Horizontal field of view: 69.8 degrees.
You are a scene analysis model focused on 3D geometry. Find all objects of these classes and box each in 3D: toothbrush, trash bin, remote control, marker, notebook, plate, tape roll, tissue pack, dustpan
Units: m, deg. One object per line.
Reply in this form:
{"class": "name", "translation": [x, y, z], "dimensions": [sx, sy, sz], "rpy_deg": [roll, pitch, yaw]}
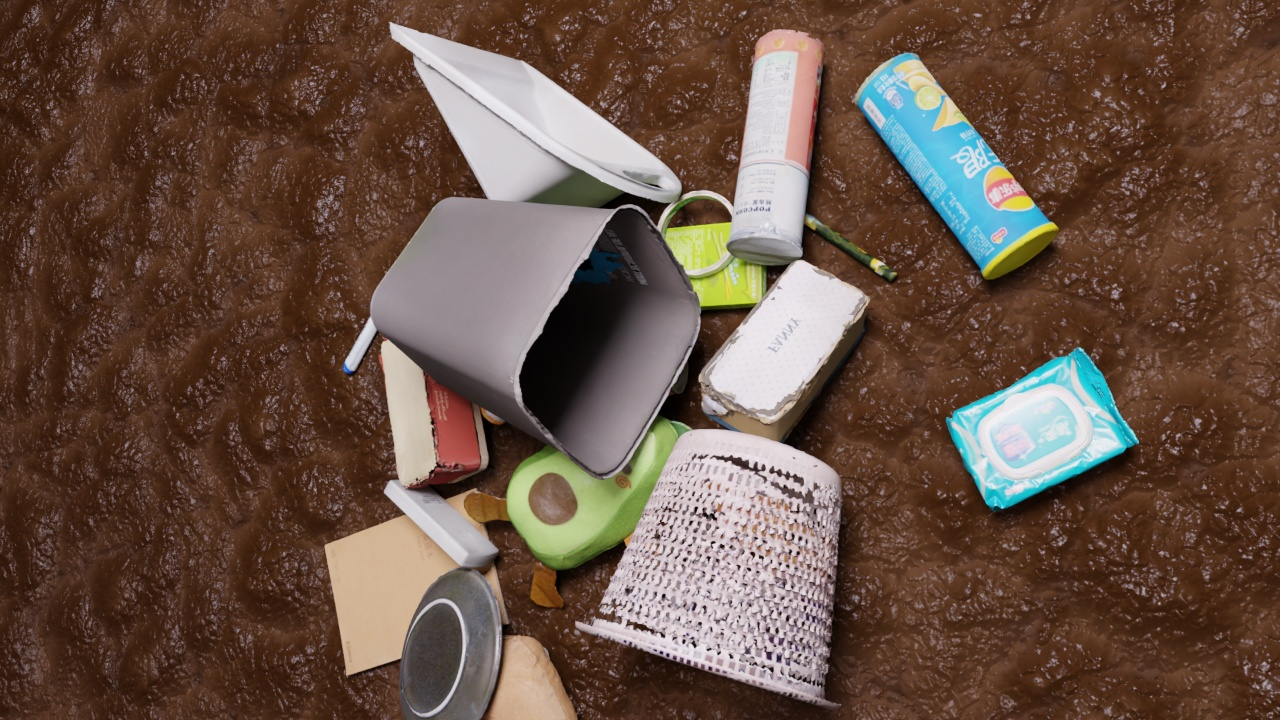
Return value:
{"class": "toothbrush", "translation": [0.173, -0.134, 0.893], "dimensions": [0.186, 0.012, 0.017], "rpy_deg": [40, 87, 22]}
{"class": "trash bin", "translation": [-0.097, -0.038, 0.825], "dimensions": [0.220, 0.199, 0.198], "rpy_deg": [19, 70, 35]}
{"class": "trash bin", "translation": [0.079, 0.172, 0.789], "dimensions": [0.228, 0.227, 0.191], "rpy_deg": [11, 72, 23]}
{"class": "remote control", "translation": [-0.210, 0.170, 0.966], "dimensions": [0.135, 0.056, 0.019], "rpy_deg": [35, 99, 27]}
{"class": "marker", "translation": [-0.308, -0.050, 1.072], "dimensions": [0.017, 0.017, 0.146], "rpy_deg": [32, 94, 23]}
{"class": "notebook", "translation": [-0.251, 0.244, 1.009], "dimensions": [0.212, 0.012, 0.149], "rpy_deg": [-22, 73, 18]}
{"class": "plate", "translation": [-0.200, 0.296, 0.916], "dimensions": [0.180, 0.024, 0.179], "rpy_deg": [-23, 58, 41]}
{"class": "tape roll", "translation": [0.058, -0.125, 0.907], "dimensions": [0.086, 0.014, 0.085], "rpy_deg": [-4, 79, 21]}
{"class": "tissue pack", "translation": [0.336, 0.060, 0.776], "dimensions": [0.134, 0.050, 0.093], "rpy_deg": [-31, 71, 15]}
{"class": "dustpan", "translation": [-0.078, -0.240, 0.905], "dimensions": [0.143, 0.222, 0.257], "rpy_deg": [-27, 84, 28]}

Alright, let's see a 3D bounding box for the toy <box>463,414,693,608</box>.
{"class": "toy", "translation": [-0.057, 0.130, 0.905], "dimensions": [0.247, 0.089, 0.227], "rpy_deg": [-42, 79, 16]}

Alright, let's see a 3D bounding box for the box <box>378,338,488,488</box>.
{"class": "box", "translation": [-0.230, 0.047, 0.978], "dimensions": [0.092, 0.080, 0.168], "rpy_deg": [-26, 71, 43]}

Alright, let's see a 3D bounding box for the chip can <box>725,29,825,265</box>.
{"class": "chip can", "translation": [0.130, -0.203, 0.873], "dimensions": [0.071, 0.071, 0.214], "rpy_deg": [3, 75, 22]}

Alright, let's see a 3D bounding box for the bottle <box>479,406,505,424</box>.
{"class": "bottle", "translation": [-0.123, 0.024, 0.962], "dimensions": [0.109, 0.063, 0.063], "rpy_deg": [-40, 69, 28]}

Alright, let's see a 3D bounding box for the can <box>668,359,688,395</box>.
{"class": "can", "translation": [-0.005, 0.005, 0.914], "dimensions": [0.094, 0.066, 0.066], "rpy_deg": [-3, 81, 21]}

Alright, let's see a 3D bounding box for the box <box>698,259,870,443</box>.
{"class": "box", "translation": [0.134, -0.012, 0.829], "dimensions": [0.090, 0.061, 0.183], "rpy_deg": [33, 64, 24]}

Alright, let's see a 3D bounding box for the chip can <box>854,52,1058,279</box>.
{"class": "chip can", "translation": [0.280, -0.176, 0.824], "dimensions": [0.071, 0.071, 0.210], "rpy_deg": [-35, 71, 14]}

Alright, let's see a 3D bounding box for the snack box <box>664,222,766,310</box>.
{"class": "snack box", "translation": [0.050, -0.093, 0.928], "dimensions": [0.157, 0.026, 0.085], "rpy_deg": [-3, 81, 22]}

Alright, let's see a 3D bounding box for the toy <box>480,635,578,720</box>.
{"class": "toy", "translation": [-0.114, 0.383, 0.899], "dimensions": [0.144, 0.082, 0.226], "rpy_deg": [-27, 74, 38]}
